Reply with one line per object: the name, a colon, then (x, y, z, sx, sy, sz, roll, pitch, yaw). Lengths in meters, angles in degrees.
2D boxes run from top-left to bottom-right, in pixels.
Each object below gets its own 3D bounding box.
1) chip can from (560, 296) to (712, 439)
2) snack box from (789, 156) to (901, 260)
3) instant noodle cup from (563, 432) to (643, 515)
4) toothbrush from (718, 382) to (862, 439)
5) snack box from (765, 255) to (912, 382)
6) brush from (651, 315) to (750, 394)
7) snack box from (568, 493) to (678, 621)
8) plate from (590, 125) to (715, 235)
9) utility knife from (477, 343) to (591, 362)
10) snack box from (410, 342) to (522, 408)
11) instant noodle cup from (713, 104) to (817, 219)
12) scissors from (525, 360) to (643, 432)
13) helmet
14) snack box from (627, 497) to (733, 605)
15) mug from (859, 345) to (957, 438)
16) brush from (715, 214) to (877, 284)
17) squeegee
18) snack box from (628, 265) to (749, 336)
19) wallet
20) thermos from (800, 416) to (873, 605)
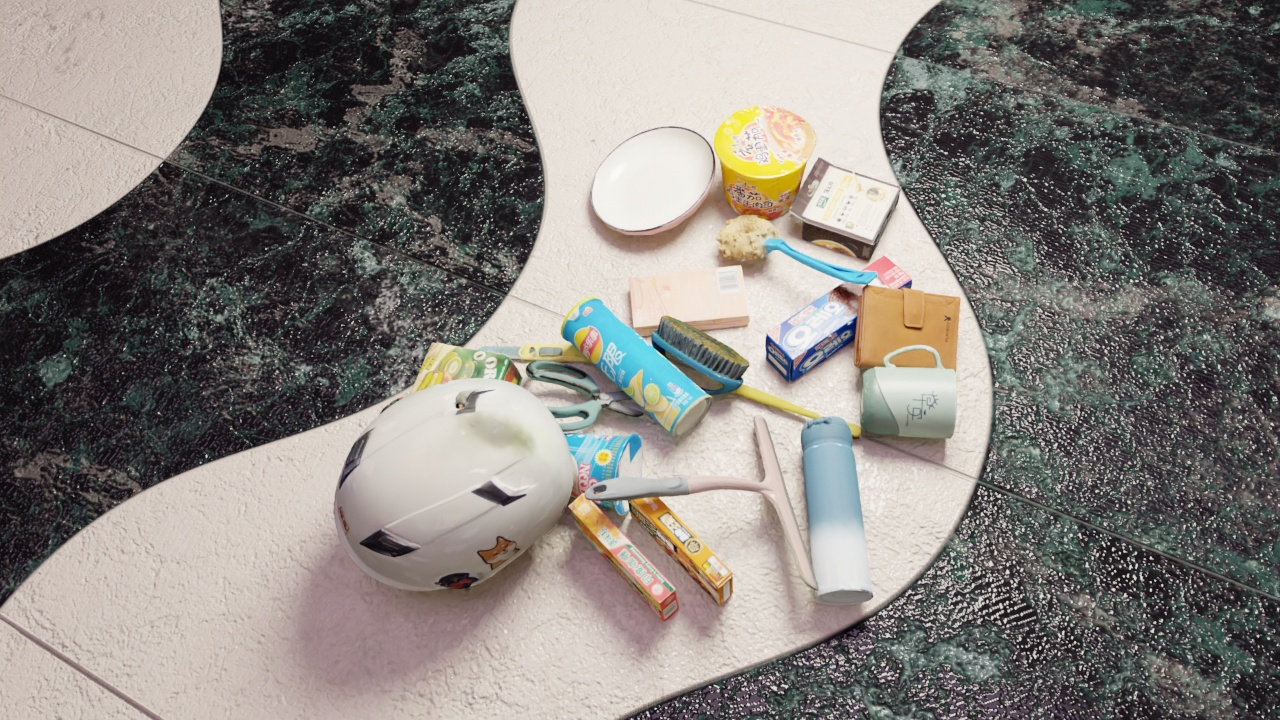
chip can: (-0.007, 0.007, 1.169, 0.071, 0.071, 0.210, -41, 67, -18)
snack box: (0.287, -0.214, 1.293, 0.126, 0.053, 0.113, 22, 64, 19)
instant noodle cup: (-0.063, 0.129, 1.106, 0.110, 0.099, 0.099, 7, 60, 19)
toothbrush: (0.188, 0.061, 1.161, 0.190, 0.017, 0.015, 20, 64, 18)
snack box: (0.259, -0.054, 1.198, 0.207, 0.057, 0.058, -33, 59, -13)
brush: (0.070, 0.000, 1.180, 0.144, 0.055, 0.074, 33, 109, 29)
snack box: (-0.019, 0.224, 1.047, 0.027, 0.077, 0.156, -40, 63, -17)
plate: (0.022, -0.256, 1.335, 0.193, 0.039, 0.192, -11, 57, 18)
utility knife: (-0.120, -0.008, 1.237, 0.212, 0.022, 0.030, -1, 57, 10)
snack box: (-0.242, 0.100, 1.133, 0.114, 0.063, 0.239, 9, 65, 19)
instant noodle cup: (0.174, -0.275, 1.308, 0.138, 0.110, 0.137, -3, 58, 4)
scissors: (-0.089, 0.040, 1.173, 0.170, 0.019, 0.181, -11, 36, -32)
helmet: (-0.204, 0.122, 0.993, 0.273, 0.157, 0.230, -20, 72, -15)
snack box: (0.045, 0.209, 1.051, 0.026, 0.075, 0.154, -39, 63, -17)
mug: (0.323, 0.036, 1.111, 0.106, 0.082, 0.112, 3, 95, 11)
brush: (0.203, -0.142, 1.224, 0.083, 0.046, 0.255, -37, 44, -28)
squeegee: (0.061, 0.145, 1.036, 0.249, 0.040, 0.247, 2, 46, -14)
snack box: (0.065, -0.081, 1.251, 0.157, 0.026, 0.084, -6, 59, 2)
wallet: (0.337, -0.036, 1.157, 0.131, 0.031, 0.107, 7, 85, -10)
thermos: (0.225, 0.169, 1.062, 0.070, 0.070, 0.220, -2, 60, 4)
